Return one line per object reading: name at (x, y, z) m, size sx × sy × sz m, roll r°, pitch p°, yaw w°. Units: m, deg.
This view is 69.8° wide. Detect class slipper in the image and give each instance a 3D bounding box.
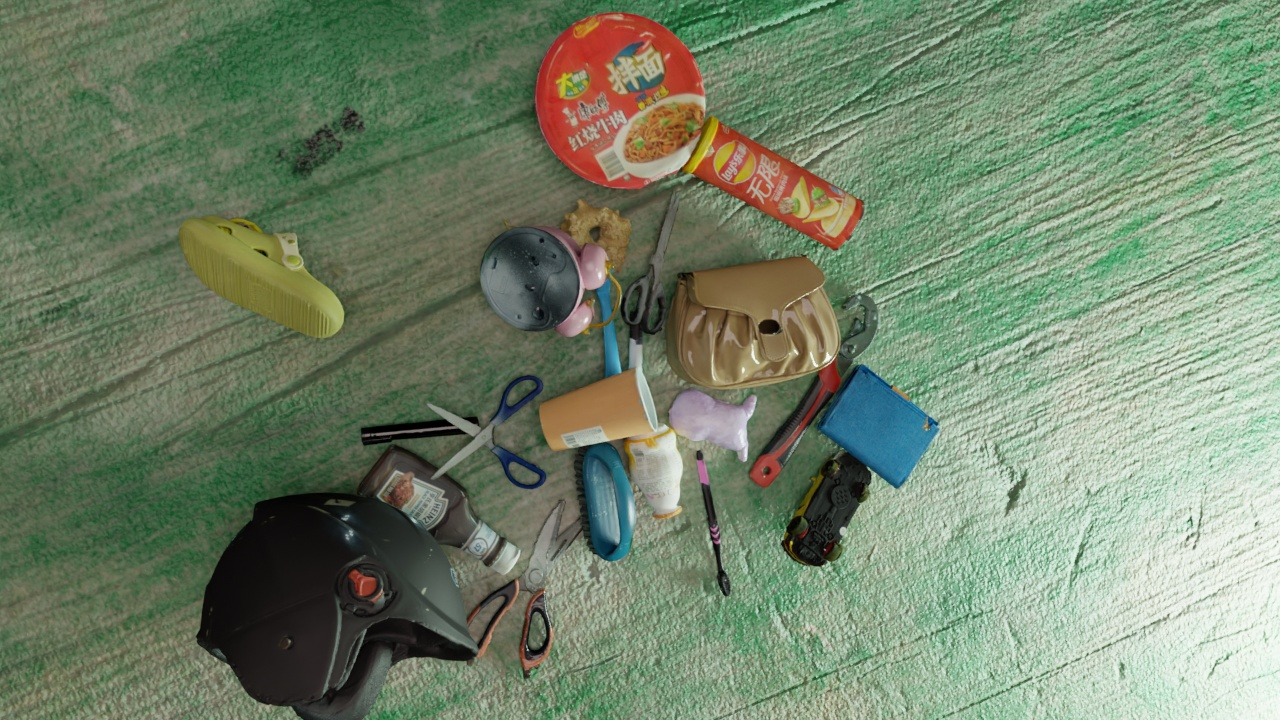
slipper at (-0.394, -0.096, 0.982) m, size 0.190 × 0.092 × 0.081 m, roll 30°, pitch 48°, yaw -3°

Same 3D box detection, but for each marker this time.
marker at (-0.251, 0.080, 1.048) m, size 0.132 × 0.022 × 0.020 m, roll -5°, pitch 130°, yaw -11°
marker at (-0.006, 0.006, 1.094) m, size 0.018 × 0.022 × 0.131 m, roll 2°, pitch 93°, yaw 15°

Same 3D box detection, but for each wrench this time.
wrench at (0.220, 0.040, 1.147) m, size 0.056 × 0.016 × 0.273 m, roll 32°, pitch 88°, yaw -13°

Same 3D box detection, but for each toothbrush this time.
toothbrush at (0.090, 0.203, 1.133) m, size 0.014 × 0.018 × 0.189 m, roll -12°, pitch 96°, yaw -12°

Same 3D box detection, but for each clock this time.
clock at (-0.097, -0.088, 1.021) m, size 0.158 × 0.059 × 0.117 m, roll 23°, pitch 113°, yaw 8°

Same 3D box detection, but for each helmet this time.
helmet at (-0.306, 0.250, 0.944) m, size 0.274 × 0.234 × 0.229 m, roll -1°, pitch 65°, yaw -8°

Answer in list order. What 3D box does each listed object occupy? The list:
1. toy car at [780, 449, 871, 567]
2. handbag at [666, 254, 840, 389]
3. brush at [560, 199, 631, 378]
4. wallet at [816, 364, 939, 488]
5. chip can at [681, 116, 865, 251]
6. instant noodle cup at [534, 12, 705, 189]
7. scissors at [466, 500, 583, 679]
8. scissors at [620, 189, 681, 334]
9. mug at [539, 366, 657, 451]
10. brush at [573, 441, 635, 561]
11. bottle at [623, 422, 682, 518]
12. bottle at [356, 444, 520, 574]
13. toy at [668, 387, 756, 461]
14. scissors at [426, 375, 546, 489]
toy car at (0.235, 0.185, 1.147) m, size 0.071 × 0.041 × 0.155 m, roll 37°, pitch 72°, yaw -12°
handbag at (0.134, -0.043, 1.080) m, size 0.204 × 0.100 × 0.148 m, roll -10°, pitch 93°, yaw -15°
brush at (-0.042, -0.062, 1.072) m, size 0.083 × 0.046 × 0.255 m, roll -9°, pitch 101°, yaw -15°
wallet at (0.299, 0.081, 1.153) m, size 0.133 × 0.040 × 0.106 m, roll 36°, pitch 81°, yaw -8°
chip can at (0.158, -0.208, 1.087) m, size 0.216 × 0.073 × 0.073 m, roll 25°, pitch 89°, yaw -14°
instant noodle cup at (-0.027, -0.289, 1.044) m, size 0.193 × 0.066 × 0.194 m, roll -1°, pitch 94°, yaw -12°
scissors at (-0.129, 0.278, 1.094) m, size 0.195 × 0.015 × 0.215 m, roll -16°, pitch 97°, yaw -10°
scissors at (0.015, -0.119, 1.075) m, size 0.136 × 0.014 × 0.175 m, roll -22°, pitch 111°, yaw -40°
mug at (-0.049, 0.061, 1.053) m, size 0.123 × 0.078 × 0.078 m, roll -17°, pitch 98°, yaw 7°
brush at (-0.036, 0.166, 1.072) m, size 0.055 × 0.074 × 0.144 m, roll -12°, pitch 99°, yaw -36°
bottle at (0.020, 0.131, 1.088) m, size 0.063 × 0.063 × 0.108 m, roll -15°, pitch 97°, yaw -11°
bottle at (-0.225, 0.178, 1.051) m, size 0.195 × 0.044 × 0.080 m, roll 38°, pitch 88°, yaw -13°
toy at (0.087, 0.069, 1.111) m, size 0.108 × 0.039 × 0.083 m, roll 15°, pitch 77°, yaw -8°
scissors at (-0.168, 0.083, 1.055) m, size 0.173 × 0.012 × 0.162 m, roll 35°, pitch 78°, yaw -25°
